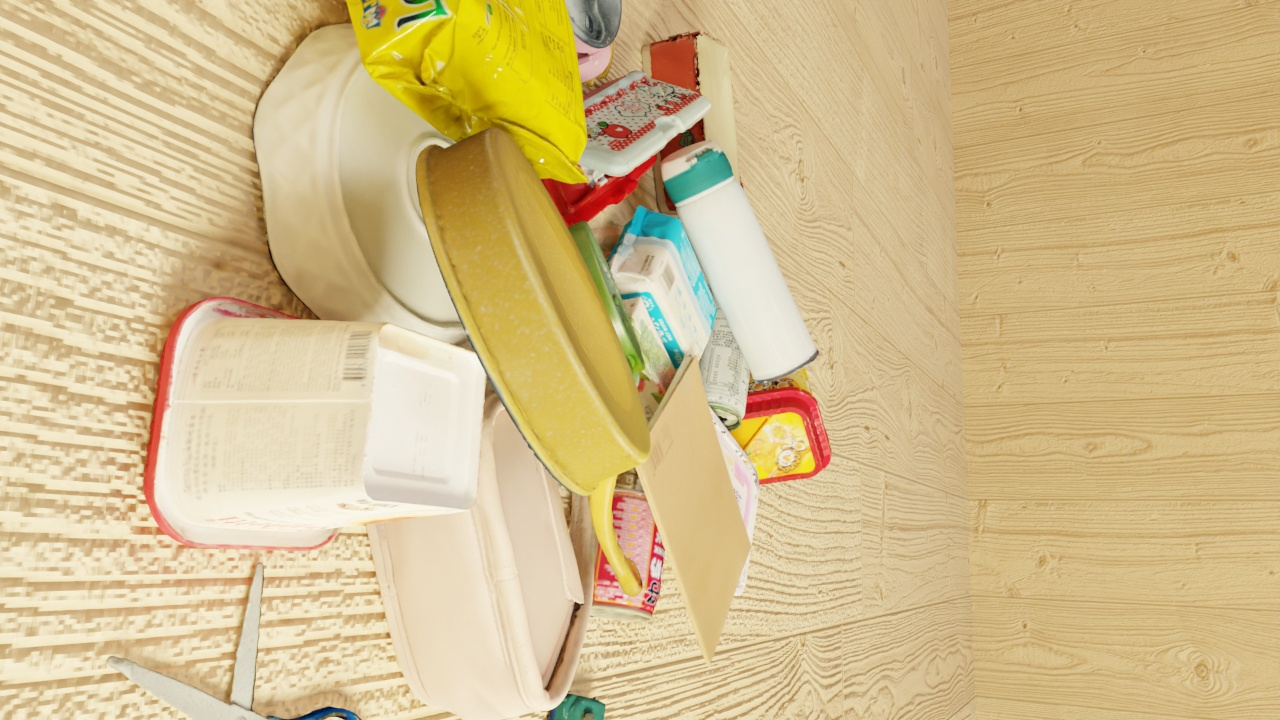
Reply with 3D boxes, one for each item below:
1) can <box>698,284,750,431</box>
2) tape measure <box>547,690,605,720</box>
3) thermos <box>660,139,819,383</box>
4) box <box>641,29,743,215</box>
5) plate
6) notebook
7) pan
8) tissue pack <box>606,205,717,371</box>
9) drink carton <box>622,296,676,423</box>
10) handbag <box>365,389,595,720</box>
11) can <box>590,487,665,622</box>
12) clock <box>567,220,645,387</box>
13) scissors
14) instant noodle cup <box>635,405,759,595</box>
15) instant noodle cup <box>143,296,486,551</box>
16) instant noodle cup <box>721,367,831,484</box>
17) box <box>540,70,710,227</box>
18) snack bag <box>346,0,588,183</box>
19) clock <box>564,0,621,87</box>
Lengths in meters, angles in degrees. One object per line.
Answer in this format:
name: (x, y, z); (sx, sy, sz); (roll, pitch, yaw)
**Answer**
can: (0.081, -0.007, 0.904); (0.058, 0.058, 0.146); (47, 46, -50)
tape measure: (-0.048, 0.277, 0.687); (0.058, 0.025, 0.054); (42, 49, -52)
thermos: (0.087, -0.092, 0.845); (0.224, 0.073, 0.073); (63, 33, -11)
box: (0.061, -0.233, 0.911); (0.091, 0.077, 0.168); (-13, 99, -61)
plate: (-0.136, -0.100, 0.554); (0.204, 0.046, 0.204); (17, 71, -60)
notebook: (0.049, 0.122, 0.769); (0.149, 0.012, 0.211); (-57, 134, -54)
pan: (-0.038, 0.032, 0.537); (0.197, 0.078, 0.358); (-107, 171, -48)
tissue pack: (0.015, -0.056, 0.813); (0.140, 0.063, 0.089); (62, 37, -37)
drink carton: (-0.005, 0.005, 0.778); (0.045, 0.054, 0.122); (-70, 144, -45)
handbag: (-0.077, 0.101, 0.615); (0.233, 0.093, 0.193); (-37, 118, -67)
can: (-0.014, 0.154, 0.723); (0.066, 0.067, 0.093); (41, 51, -53)
clock: (-0.037, -0.022, 0.664); (0.116, 0.056, 0.161); (15, 53, -85)
scissors: (-0.192, 0.188, 0.441); (0.174, 0.012, 0.162); (54, 42, -44)
instant noodle cup: (0.051, 0.130, 0.858); (0.173, 0.060, 0.137); (53, 42, -48)
instant noodle cup: (-0.146, 0.031, 0.430); (0.116, 0.124, 0.116); (23, 66, -59)
instant noodle cup: (0.144, 0.057, 1.003); (0.123, 0.116, 0.116); (-73, 147, -54)
box: (-0.009, -0.180, 0.749); (0.200, 0.098, 0.095); (-51, 129, -52)
snack bag: (-0.105, -0.231, 0.540); (0.158, 0.068, 0.246); (16, 54, -60)
clock: (-0.058, -0.284, 0.712); (0.158, 0.060, 0.117); (34, 56, -54)
